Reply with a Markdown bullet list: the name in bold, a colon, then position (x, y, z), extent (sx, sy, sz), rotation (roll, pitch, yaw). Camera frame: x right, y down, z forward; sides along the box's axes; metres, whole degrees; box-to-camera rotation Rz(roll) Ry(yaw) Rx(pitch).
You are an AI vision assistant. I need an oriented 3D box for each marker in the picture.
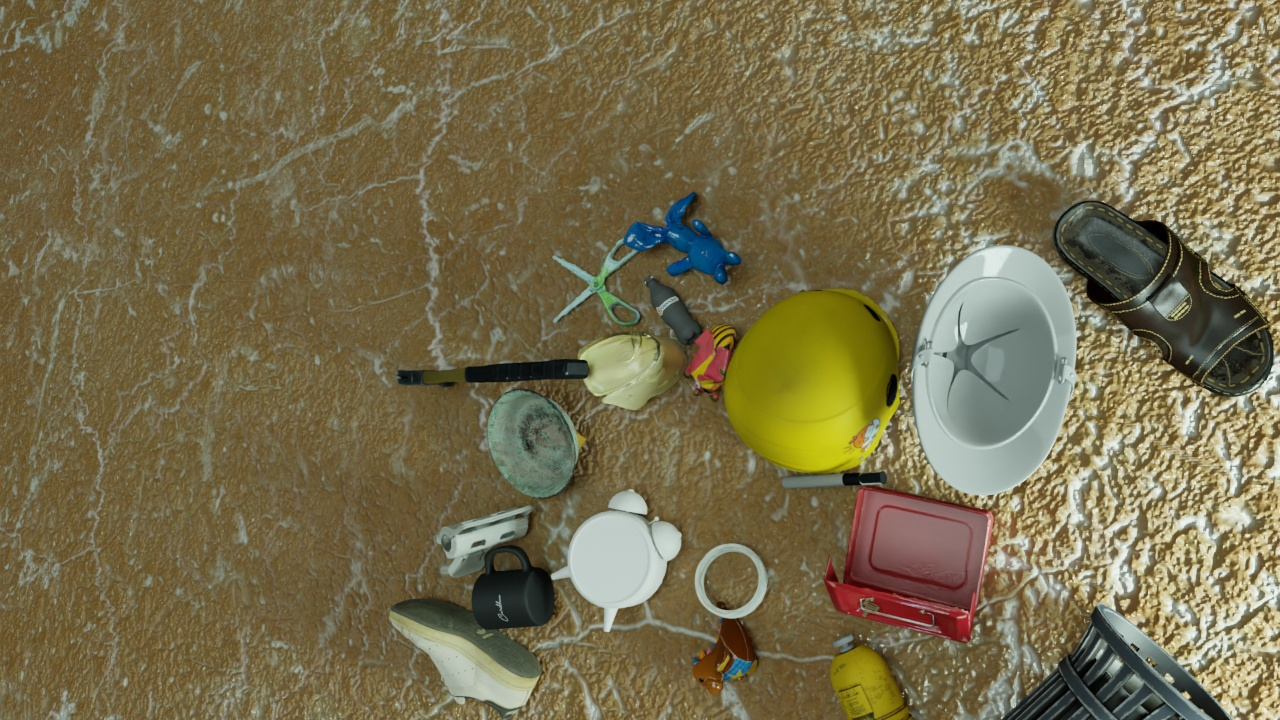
- **marker**: position (0.232, 0.145, 1.113), extent (0.141, 0.016, 0.016), rotation (-11, 80, 44)

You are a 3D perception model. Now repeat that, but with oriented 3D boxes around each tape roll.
- **tape roll**: position (0.115, 0.279, 1.164), extent (0.093, 0.013, 0.093), rotation (-11, 63, 21)

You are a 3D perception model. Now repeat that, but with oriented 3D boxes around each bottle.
- **bottle**: position (0.041, -0.070, 1.235), extent (0.036, 0.036, 0.110), rotation (-41, 70, 15)
- **bottle**: position (0.271, 0.401, 1.064), extent (0.071, 0.071, 0.163), rotation (-30, 73, 19)

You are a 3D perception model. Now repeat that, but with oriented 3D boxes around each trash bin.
- **trash bin**: position (0.454, 0.390, 0.939), extent (0.164, 0.164, 0.228), rotation (45, 106, 21)

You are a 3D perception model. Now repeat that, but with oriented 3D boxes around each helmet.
- **helmet**: position (0.199, 0.016, 1.099), extent (0.209, 0.139, 0.240), rotation (22, 93, 24)
- **helmet**: position (0.376, 0.008, 1.040), extent (0.183, 0.118, 0.271), rotation (7, 93, -6)

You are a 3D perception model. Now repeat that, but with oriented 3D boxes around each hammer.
- **hammer**: position (-0.209, 0.018, 1.245), extent (0.334, 0.117, 0.025), rotation (-4, 86, 40)

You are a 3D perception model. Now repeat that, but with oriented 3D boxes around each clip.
- **clip**: position (-0.227, 0.247, 1.285), extent (0.143, 0.124, 0.072), rotation (-42, 64, 41)

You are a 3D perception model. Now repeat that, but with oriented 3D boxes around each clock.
- **clock**: position (-0.026, 0.262, 1.221), extent (0.125, 0.073, 0.161), rotation (40, 94, 22)

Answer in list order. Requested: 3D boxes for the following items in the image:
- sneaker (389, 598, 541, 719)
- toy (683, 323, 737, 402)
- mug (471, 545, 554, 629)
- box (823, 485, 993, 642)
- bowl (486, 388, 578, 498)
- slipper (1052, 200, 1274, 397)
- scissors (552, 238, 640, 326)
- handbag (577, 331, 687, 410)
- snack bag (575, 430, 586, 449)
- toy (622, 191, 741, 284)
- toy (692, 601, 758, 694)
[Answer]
- **sneaker**: position (-0.256, 0.424, 1.299), extent (0.242, 0.088, 0.102), rotation (22, 102, 20)
- **toy**: position (0.094, -0.001, 1.196), extent (0.084, 0.046, 0.103), rotation (17, 88, 65)
- **mug**: position (-0.179, 0.312, 1.267), extent (0.088, 0.078, 0.113), rotation (-11, 93, 23)
- **box**: position (0.310, 0.220, 1.045), extent (0.157, 0.154, 0.168), rotation (9, 58, 23)
- **bowl**: position (-0.143, 0.112, 1.278), extent (0.158, 0.038, 0.157), rotation (10, 108, 32)
- **slipper**: position (0.557, -0.074, 0.981), extent (0.113, 0.075, 0.268), rotation (-45, 69, 14)
- **scissors**: position (-0.059, -0.111, 1.300), extent (0.171, 0.022, 0.174), rotation (37, 105, 20)
- **handbag**: position (-0.007, 0.007, 1.204), extent (0.111, 0.119, 0.081), rotation (-28, 72, 20)
- **snack bag**: position (-0.121, 0.095, 1.301), extent (0.099, 0.020, 0.026), rotation (32, 97, 23)
- **toy**: position (0.071, -0.159, 1.216), extent (0.176, 0.071, 0.113), rotation (37, 98, 33)
- **toy**: position (0.098, 0.365, 1.168), extent (0.090, 0.070, 0.103), rotation (-43, 46, 28)
